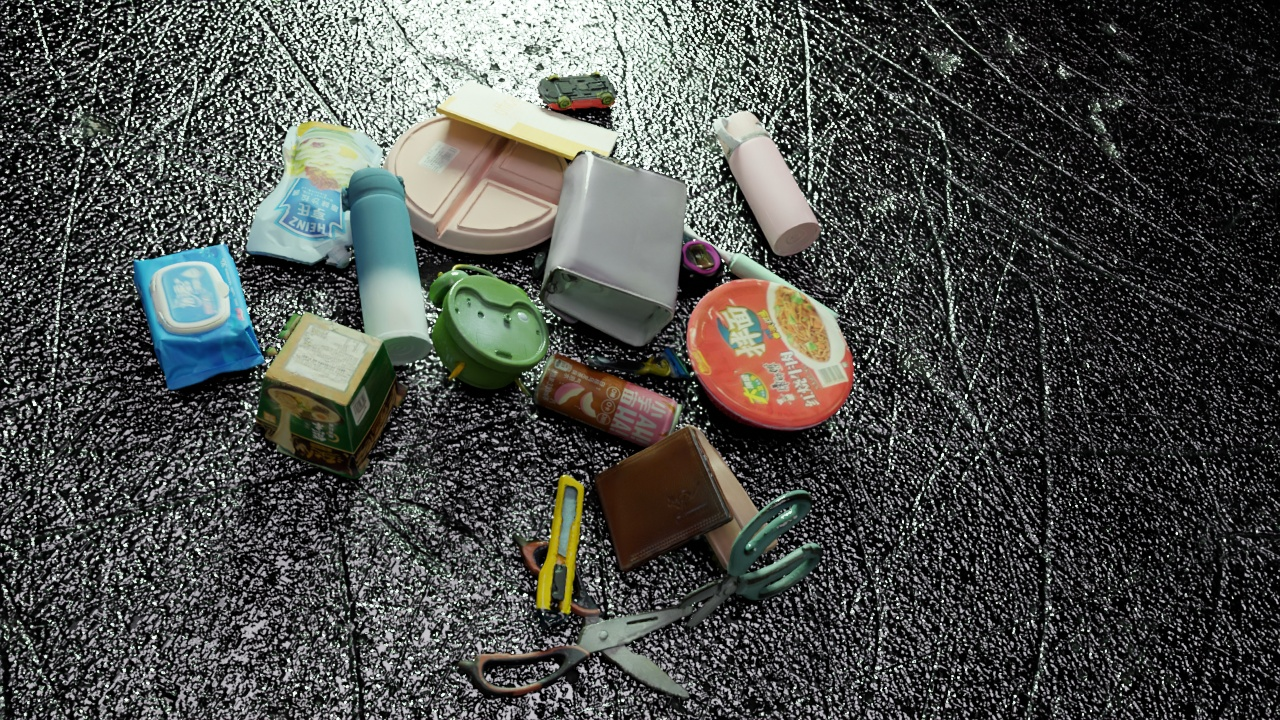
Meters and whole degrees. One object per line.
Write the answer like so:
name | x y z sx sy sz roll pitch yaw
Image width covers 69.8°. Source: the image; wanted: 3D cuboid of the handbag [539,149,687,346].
handbag | -0.031 -0.130 1.036 0.145 0.099 0.196 24 52 -22

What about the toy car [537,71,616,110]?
toy car | -0.084 -0.352 1.208 0.106 0.031 0.049 -12 62 -26

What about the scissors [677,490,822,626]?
scissors | 0.117 0.198 0.872 0.173 0.178 0.019 -50 49 8

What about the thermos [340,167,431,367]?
thermos | -0.270 -0.103 0.968 0.070 0.070 0.220 -7 65 -20

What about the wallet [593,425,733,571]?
wallet | 0.019 0.135 0.890 0.125 0.032 0.101 -29 66 16

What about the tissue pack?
tissue pack | -0.436 -0.047 0.902 0.094 0.052 0.157 -16 64 -24

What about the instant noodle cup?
instant noodle cup | 0.137 0.005 1.022 0.193 0.066 0.193 7 57 -10

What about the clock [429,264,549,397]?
clock | -0.161 -0.040 0.954 0.116 0.056 0.161 15 45 -36

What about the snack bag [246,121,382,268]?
snack bag | -0.359 -0.184 1.023 0.110 0.039 0.190 16 55 -19

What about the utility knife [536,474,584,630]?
utility knife | -0.075 0.177 0.863 0.033 0.015 0.154 13 56 -11

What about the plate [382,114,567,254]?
plate | -0.189 -0.218 1.087 0.229 0.028 0.229 7 53 -9

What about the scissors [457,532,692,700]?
scissors | -0.055 0.252 0.840 0.222 0.015 0.188 38 56 10

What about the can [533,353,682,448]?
can | -0.034 0.044 0.953 0.147 0.058 0.057 22 55 -1

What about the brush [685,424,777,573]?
brush | 0.075 0.134 0.918 0.063 0.073 0.145 -19 64 -25

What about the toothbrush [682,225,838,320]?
toothbrush | 0.140 -0.103 1.115 0.224 0.027 0.026 33 42 6

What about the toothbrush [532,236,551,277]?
toothbrush | -0.102 -0.172 1.098 0.014 0.018 0.188 15 54 -3

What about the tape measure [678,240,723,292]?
tape measure | 0.069 -0.115 1.094 0.057 0.039 0.058 -18 64 -25

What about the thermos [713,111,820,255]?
thermos | 0.154 -0.232 1.171 0.087 0.067 0.198 8 52 -48

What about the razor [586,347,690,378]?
razor | -0.006 0.006 0.982 0.142 0.022 0.042 3 44 -47

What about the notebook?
notebook | -0.134 -0.292 1.135 0.206 0.010 0.145 19 30 -3

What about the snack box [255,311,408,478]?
snack box | -0.292 0.026 0.864 0.117 0.106 0.118 21 56 -3
